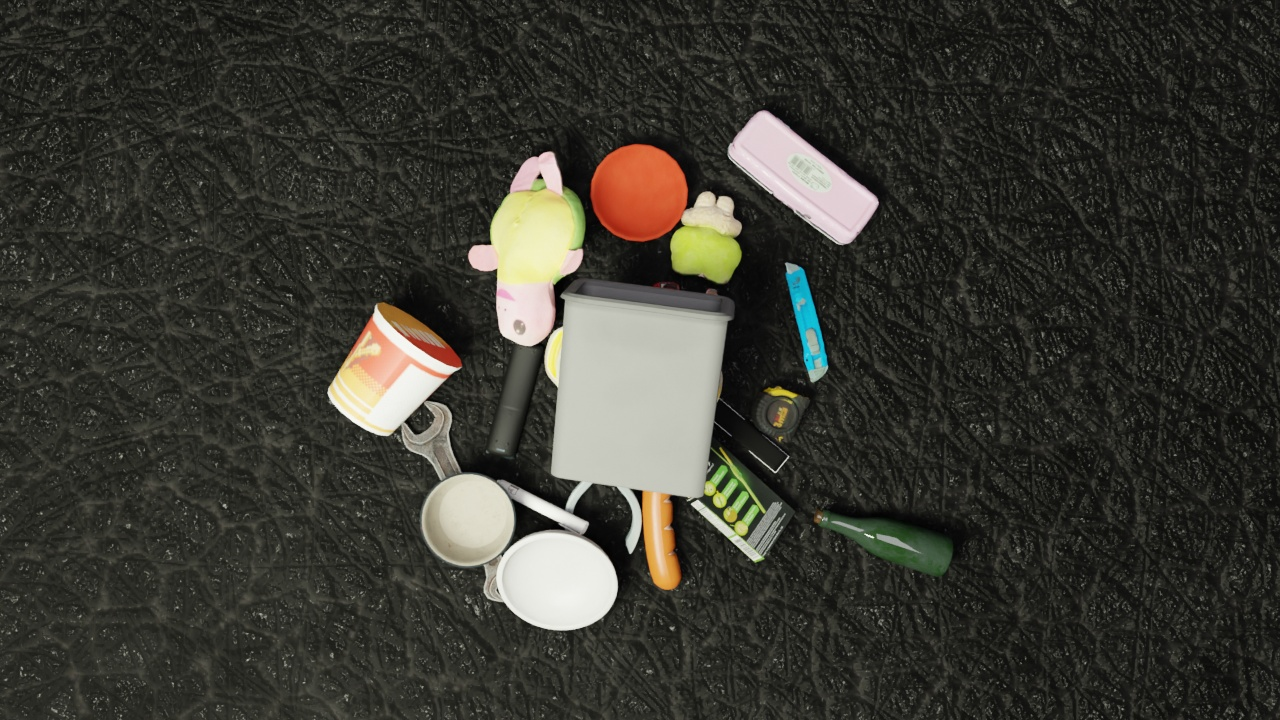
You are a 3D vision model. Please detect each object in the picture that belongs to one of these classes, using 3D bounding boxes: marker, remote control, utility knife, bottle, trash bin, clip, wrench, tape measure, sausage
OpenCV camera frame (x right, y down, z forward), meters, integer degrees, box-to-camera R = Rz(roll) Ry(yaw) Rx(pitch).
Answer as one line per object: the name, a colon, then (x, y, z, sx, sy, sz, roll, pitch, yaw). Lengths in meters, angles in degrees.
marker: (-0.127, 0.184, 1.154, 0.133, 0.017, 0.020, 24, 65, 15)
remote control: (0.136, 0.095, 1.184, 0.124, 0.012, 0.028, 40, 88, -1)
utility knife: (0.214, -0.051, 1.186, 0.031, 0.015, 0.158, -15, 89, -7)
bottle: (0.305, 0.224, 1.169, 0.174, 0.055, 0.055, 18, 89, -1)
trash bin: (0.000, 0.030, 1.066, 0.192, 0.097, 0.220, 8, 108, 5)
clip: (-0.075, 0.167, 1.169, 0.143, 0.029, 0.172, -8, 90, -3)
remote control: (-0.161, 0.050, 1.170, 0.041, 0.020, 0.152, 15, 87, -3)
wrench: (-0.225, 0.180, 1.172, 0.070, 0.010, 0.273, -26, 91, -2)
tape measure: (0.173, 0.067, 1.174, 0.062, 0.038, 0.067, 22, 92, -10)
sausage: (0.026, 0.209, 1.166, 0.044, 0.039, 0.164, -4, 90, -7)

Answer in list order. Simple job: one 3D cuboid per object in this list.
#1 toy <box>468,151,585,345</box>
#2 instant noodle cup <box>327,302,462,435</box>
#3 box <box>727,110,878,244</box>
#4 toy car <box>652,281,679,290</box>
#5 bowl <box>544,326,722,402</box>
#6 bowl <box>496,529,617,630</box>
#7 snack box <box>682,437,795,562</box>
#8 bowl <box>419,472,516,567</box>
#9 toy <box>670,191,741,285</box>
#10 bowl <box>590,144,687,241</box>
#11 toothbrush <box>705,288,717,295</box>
toy: (-0.131, -0.137, 1.134, 0.190, 0.087, 0.238, 5, 89, 33)
instant noodle cup: (-0.306, 0.016, 1.121, 0.123, 0.123, 0.121, 39, 96, -1)
box: (0.209, -0.235, 1.177, 0.202, 0.044, 0.086, 38, 83, -1)
toy car: (0.034, -0.055, 1.171, 0.042, 0.036, 0.091, -1, 96, -2)
bowl: (-0.007, 0.007, 1.141, 0.219, 0.060, 0.188, 13, 106, 2)
bowl: (-0.102, 0.266, 1.146, 0.149, 0.043, 0.150, 1, 116, 3)
snack box: (0.116, 0.174, 1.158, 0.147, 0.025, 0.080, 42, 59, -1)
bowl: (-0.210, 0.193, 1.136, 0.115, 0.059, 0.115, 0, 90, -2)
toy: (0.087, -0.157, 1.167, 0.092, 0.046, 0.115, 13, 82, -3)
bowl: (-0.002, -0.210, 1.168, 0.122, 0.035, 0.122, 0, 90, -2)
toothbrush: (0.077, -0.002, 1.181, 0.015, 0.016, 0.184, 10, 91, -8)
